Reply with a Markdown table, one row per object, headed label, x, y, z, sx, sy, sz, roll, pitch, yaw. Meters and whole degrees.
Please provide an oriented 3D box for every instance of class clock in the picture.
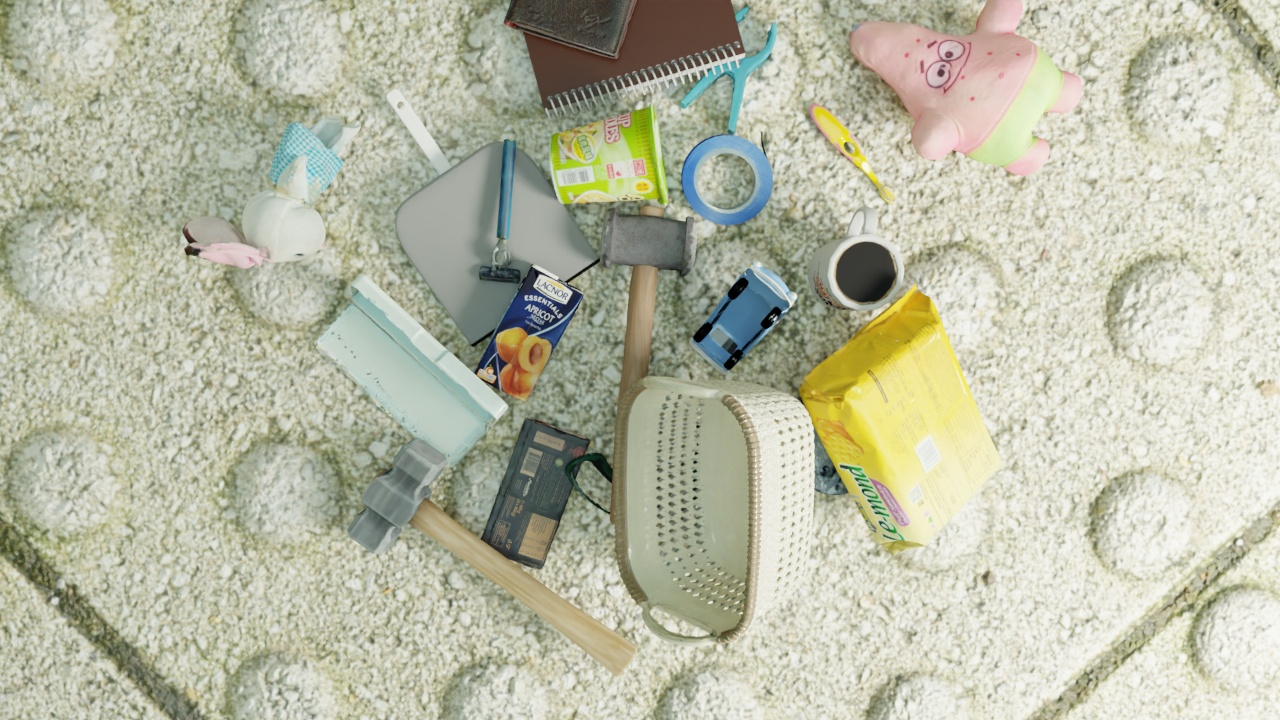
| label | x | y | z | sx | sy | sz | roll | pitch | yaw |
| --- | --- | --- | --- | --- | --- | --- | --- | --- | --- |
| clock | 0.188 | 0.090 | 0.963 | 0.129 | 0.052 | 0.090 | 19 | 93 | -4 |

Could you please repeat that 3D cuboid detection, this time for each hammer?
| label | x | y | z | sx | sy | sz | roll | pitch | yaw |
| --- | --- | --- | --- | --- | --- | --- | --- | --- | --- |
| hammer | -0.006 | 0.005 | 0.943 | 0.098 | 0.052 | 0.328 | 6 | 91 | -2 |
| hammer | -0.144 | 0.217 | 0.946 | 0.323 | 0.051 | 0.117 | 35 | 100 | 1 |

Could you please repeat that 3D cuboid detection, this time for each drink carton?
| label | x | y | z | sx | sy | sz | roll | pitch | yaw |
| --- | --- | --- | --- | --- | --- | --- | --- | --- | --- |
| drink carton | -0.114 | -0.029 | 0.944 | 0.064 | 0.040 | 0.130 | 28 | 97 | -12 |

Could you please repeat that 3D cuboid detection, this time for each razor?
| label | x | y | z | sx | sy | sz | roll | pitch | yaw |
| --- | --- | --- | --- | --- | --- | --- | --- | --- | --- |
| razor | -0.137 | -0.150 | 0.926 | 0.042 | 0.022 | 0.144 | 4 | 100 | -9 |

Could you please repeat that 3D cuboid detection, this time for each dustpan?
| label | x | y | z | sx | sy | sz | roll | pitch | yaw |
| --- | --- | --- | --- | --- | --- | --- | --- | --- | --- |
| dustpan | -0.181 | -0.166 | 0.946 | 0.163 | 0.033 | 0.257 | -34 | 104 | 1 |

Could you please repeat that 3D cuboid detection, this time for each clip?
| label | x | y | z | sx | sy | sz | roll | pitch | yaw |
| --- | --- | --- | --- | --- | --- | --- | --- | --- | --- |
| clip | 0.083 | -0.309 | 0.946 | 0.113 | 0.028 | 0.127 | 37 | 93 | -6 |

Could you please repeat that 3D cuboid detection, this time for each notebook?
| label | x | y | z | sx | sy | sz | roll | pitch | yaw |
| --- | --- | --- | --- | --- | --- | --- | --- | --- | --- |
| notebook | -0.016 | -0.352 | 0.927 | 0.209 | 0.022 | 0.171 | -15 | 89 | 3 |

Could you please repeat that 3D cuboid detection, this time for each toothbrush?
| label | x | y | z | sx | sy | sz | roll | pitch | yaw |
| --- | --- | --- | --- | --- | --- | --- | --- | --- | --- |
| toothbrush | 0.223 | -0.216 | 0.960 | 0.021 | 0.016 | 0.135 | -42 | 95 | 6 |

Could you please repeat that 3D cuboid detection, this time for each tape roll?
| label | x | y | z | sx | sy | sz | roll | pitch | yaw |
| --- | --- | --- | --- | --- | --- | --- | --- | --- | --- |
| tape roll | 0.089 | -0.186 | 0.948 | 0.093 | 0.016 | 0.091 | -10 | 107 | 1 |

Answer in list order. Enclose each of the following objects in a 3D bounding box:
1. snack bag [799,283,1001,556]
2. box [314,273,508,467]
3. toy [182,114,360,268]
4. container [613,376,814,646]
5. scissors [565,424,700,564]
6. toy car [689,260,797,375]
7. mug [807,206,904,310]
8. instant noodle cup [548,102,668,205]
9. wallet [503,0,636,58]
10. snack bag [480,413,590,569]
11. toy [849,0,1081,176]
| label | x | y | z | sx | sy | sz | roll | pitch | yaw |
| --- | --- | --- | --- | --- | --- | --- | --- | --- | --- |
| snack bag | 0.264 | 0.066 | 0.907 | 0.159 | 0.068 | 0.247 | -38 | 115 | -14 |
| box | -0.234 | 0.012 | 0.937 | 0.197 | 0.075 | 0.126 | 43 | 111 | -3 |
| toy | -0.350 | -0.162 | 0.922 | 0.205 | 0.131 | 0.105 | -49 | 125 | -6 |
| container | 0.072 | 0.132 | 0.879 | 0.142 | 0.185 | 0.246 | -9 | 105 | -43 |
| scissors | 0.038 | 0.126 | 0.977 | 0.201 | 0.015 | 0.204 | 38 | 90 | -11 |
| toy car | 0.102 | -0.043 | 0.915 | 0.056 | 0.154 | 0.054 | 42 | 55 | 4 |
| mug | 0.219 | -0.103 | 0.931 | 0.073 | 0.089 | 0.105 | 8 | 94 | -3 |
| instant noodle cup | -0.032 | -0.200 | 0.919 | 0.108 | 0.099 | 0.099 | -7 | 94 | 6 |
| wallet | -0.064 | -0.363 | 0.907 | 0.120 | 0.031 | 0.099 | 19 | 93 | 3 |
| snack bag | -0.113 | 0.142 | 0.974 | 0.074 | 0.018 | 0.155 | 21 | 94 | -3 |
| toy | 0.320 | -0.283 | 0.922 | 0.237 | 0.097 | 0.192 | 27 | 85 | 4 |
